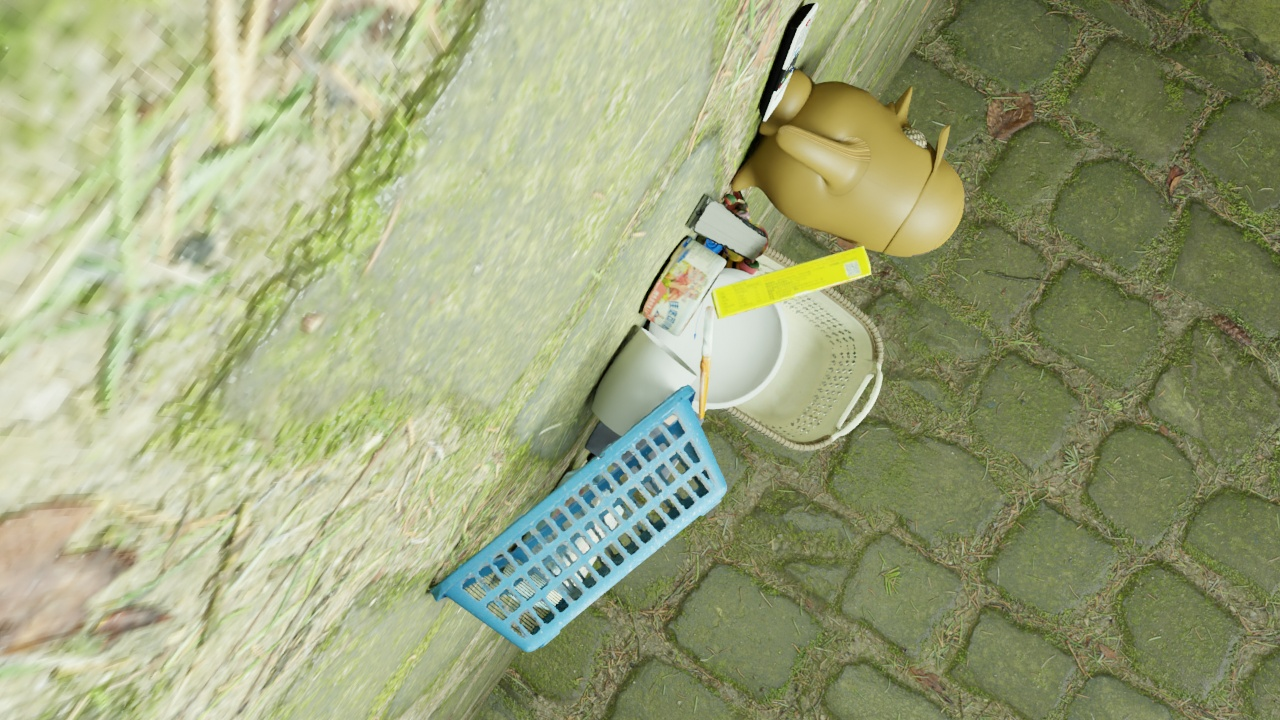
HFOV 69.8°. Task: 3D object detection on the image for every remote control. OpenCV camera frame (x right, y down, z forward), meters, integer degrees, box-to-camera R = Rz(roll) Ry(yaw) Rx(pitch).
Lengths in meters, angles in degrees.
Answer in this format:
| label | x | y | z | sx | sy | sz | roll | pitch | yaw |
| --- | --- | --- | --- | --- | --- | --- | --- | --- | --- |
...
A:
| label | x | y | z | sx | sy | sz | roll | pitch | yaw |
| --- | --- | --- | --- | --- | --- | --- | --- | --- | --- |
| remote control | 0.113 | -0.232 | 0.717 | 0.028 | 0.012 | 0.124 | -55 | 174 | -16 |
| remote control | 0.082 | -0.119 | 0.840 | 0.033 | 0.013 | 0.136 | -58 | 151 | 11 |

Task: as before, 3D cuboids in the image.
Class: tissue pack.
| label | x | y | z | sx | sy | sz | roll | pitch | yaw |
| --- | --- | --- | --- | --- | --- | --- | --- | --- | --- |
| tissue pack | -0.090 | 0.210 | 1.093 | 0.181 | 0.070 | 0.112 | -58 | 159 | -12 |

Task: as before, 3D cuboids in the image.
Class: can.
| label | x | y | z | sx | sy | sz | roll | pitch | yaw |
| --- | --- | --- | --- | --- | --- | --- | --- | --- | --- |
| can | 0.040 | -0.068 | 0.846 | 0.086 | 0.043 | 0.086 | -57 | 177 | -5 |

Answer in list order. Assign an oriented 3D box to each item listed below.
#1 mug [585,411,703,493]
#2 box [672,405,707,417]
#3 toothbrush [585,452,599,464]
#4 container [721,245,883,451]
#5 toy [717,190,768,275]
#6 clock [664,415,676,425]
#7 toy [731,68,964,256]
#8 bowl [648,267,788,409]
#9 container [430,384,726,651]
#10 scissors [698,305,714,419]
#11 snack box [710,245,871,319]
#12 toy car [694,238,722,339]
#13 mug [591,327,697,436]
| label | x | y | z | sx | sy | sz | roll | pitch | yaw |
| --- | --- | --- | --- | --- | --- | --- | --- | --- | --- |
| mug | 0.007 | 0.086 | 1.111 | 0.124 | 0.104 | 0.083 | -59 | 173 | 27 |
| box | 0.068 | -0.011 | 1.189 | 0.137 | 0.126 | 0.108 | -49 | 179 | 20 |
| toothbrush | -0.095 | 0.171 | 1.165 | 0.014 | 0.014 | 0.167 | -13 | -150 | 45 |
| container | 0.143 | -0.015 | 1.068 | 0.184 | 0.246 | 0.143 | -56 | -172 | -6 |
| toy | 0.100 | -0.127 | 0.945 | 0.046 | 0.084 | 0.103 | -22 | 168 | -12 |
| clock | 0.028 | 0.060 | 1.363 | 0.131 | 0.086 | 0.160 | 99 | 16 | -77 |
| toy | 0.212 | -0.181 | 0.864 | 0.163 | 0.203 | 0.198 | -59 | 174 | 19 |
| bowl | 0.077 | -0.026 | 0.965 | 0.149 | 0.149 | 0.043 | -58 | -164 | 7 |
| container | -0.029 | 0.149 | 0.859 | 0.257 | 0.089 | 0.362 | -39 | 173 | -2 |
| scissors | 0.063 | -0.001 | 0.882 | 0.128 | 0.011 | 0.125 | 87 | 8 | -56 |
| snack box | 0.141 | -0.073 | 0.870 | 0.148 | 0.029 | 0.040 | -16 | 180 | 1 |
| toy car | 0.065 | -0.075 | 0.903 | 0.092 | 0.062 | 0.033 | -43 | 174 | 0 |
| mug | 0.006 | 0.030 | 0.891 | 0.089 | 0.071 | 0.107 | -49 | 152 | 6 |
